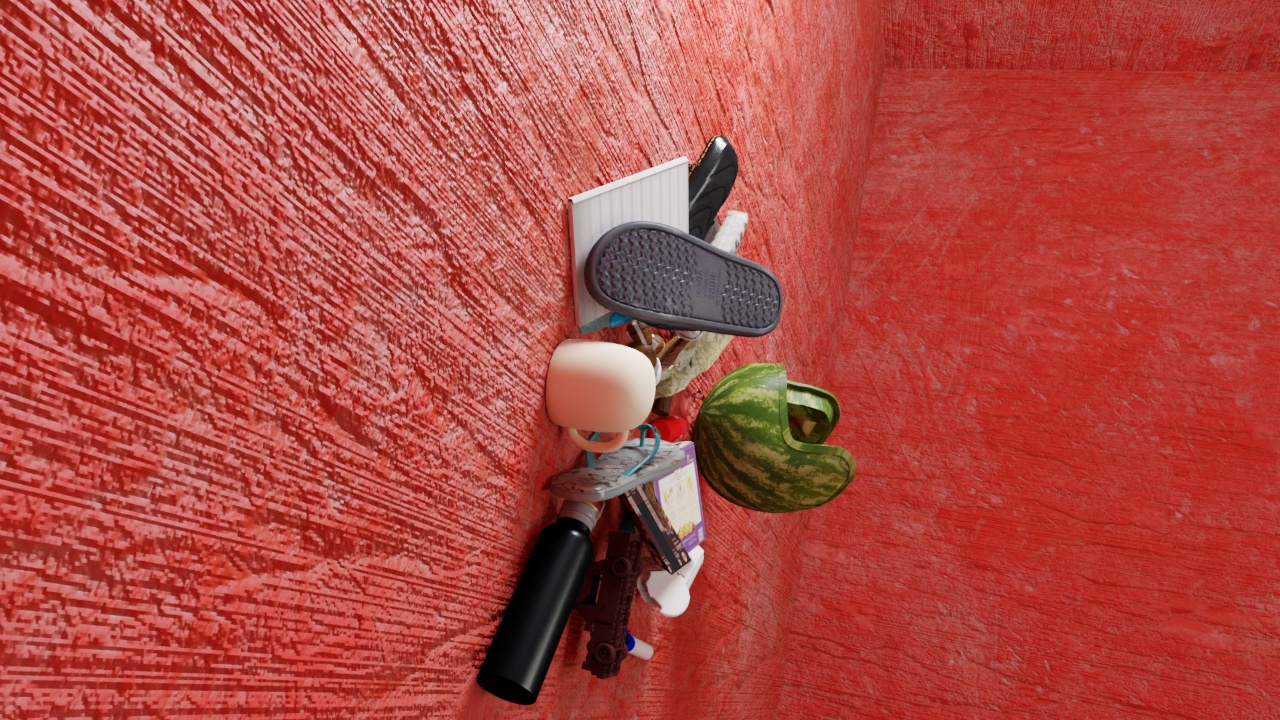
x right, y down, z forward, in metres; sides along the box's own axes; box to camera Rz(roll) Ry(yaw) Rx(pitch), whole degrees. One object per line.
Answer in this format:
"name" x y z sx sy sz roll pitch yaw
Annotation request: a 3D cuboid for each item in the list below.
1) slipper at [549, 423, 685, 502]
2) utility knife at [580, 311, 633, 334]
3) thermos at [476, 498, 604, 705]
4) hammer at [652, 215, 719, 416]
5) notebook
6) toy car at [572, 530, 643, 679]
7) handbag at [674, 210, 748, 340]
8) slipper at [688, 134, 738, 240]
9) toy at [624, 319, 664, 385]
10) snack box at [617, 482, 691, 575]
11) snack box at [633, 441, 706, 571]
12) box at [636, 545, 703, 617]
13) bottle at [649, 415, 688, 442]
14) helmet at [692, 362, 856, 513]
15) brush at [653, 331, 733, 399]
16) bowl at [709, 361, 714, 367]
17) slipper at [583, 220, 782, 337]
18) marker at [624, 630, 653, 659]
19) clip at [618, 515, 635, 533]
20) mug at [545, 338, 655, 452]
"slipper" -0.014 0.110 1.070 0.268 0.098 0.055 -20 117 -68
"utility knife" -0.007 -0.062 1.088 0.204 0.015 0.031 -27 141 -50
"thermos" -0.093 0.230 0.941 0.061 0.061 0.230 76 28 -46
"hammer" 0.068 -0.072 1.347 0.115 0.033 0.322 60 41 -63
"notebook" -0.007 -0.139 1.042 0.209 0.009 0.143 -31 128 -45
"toy car" -0.042 0.291 1.109 0.070 0.062 0.169 38 61 -68
"handbag" 0.105 -0.118 1.268 0.185 0.047 0.124 -60 169 -53
"slipper" 0.043 -0.172 1.181 0.267 0.076 0.113 -64 149 -9
"toy" -0.007 0.007 1.117 0.087 0.067 0.113 -46 170 -15
"snack box" 0.010 0.197 1.147 0.031 0.051 0.141 -33 109 -15
"snack box" 0.038 0.197 1.260 0.143 0.041 0.148 -15 98 -63
"box" 0.037 0.312 1.316 0.083 0.093 0.165 51 35 -8
"bottle" 0.046 0.099 1.335 0.118 0.036 0.036 -6 102 -71
"helmet" 0.203 0.130 1.495 0.244 0.247 0.212 -48 -161 28
"brush" 0.067 -0.007 1.271 0.194 0.043 0.059 -41 112 -36
"bowl" 0.098 -0.023 1.375 0.110 0.040 0.110 160 -51 -90
"slipper" 0.043 -0.086 1.052 0.267 0.083 0.110 10 82 -33
"marker" -0.009 0.406 1.309 0.133 0.023 0.027 57 22 -62
"clip" 0.006 0.226 1.283 0.114 0.028 0.126 79 26 -48
"mug" -0.037 0.040 0.975 0.096 0.100 0.120 -19 115 -69
